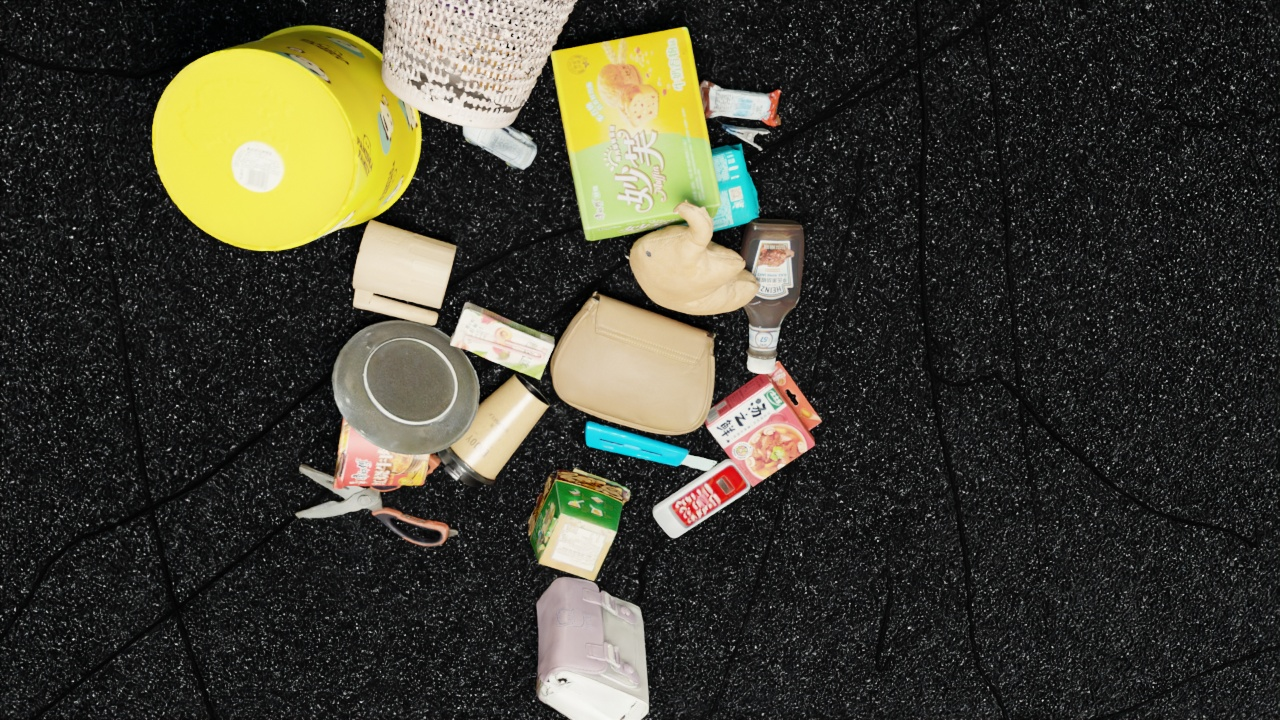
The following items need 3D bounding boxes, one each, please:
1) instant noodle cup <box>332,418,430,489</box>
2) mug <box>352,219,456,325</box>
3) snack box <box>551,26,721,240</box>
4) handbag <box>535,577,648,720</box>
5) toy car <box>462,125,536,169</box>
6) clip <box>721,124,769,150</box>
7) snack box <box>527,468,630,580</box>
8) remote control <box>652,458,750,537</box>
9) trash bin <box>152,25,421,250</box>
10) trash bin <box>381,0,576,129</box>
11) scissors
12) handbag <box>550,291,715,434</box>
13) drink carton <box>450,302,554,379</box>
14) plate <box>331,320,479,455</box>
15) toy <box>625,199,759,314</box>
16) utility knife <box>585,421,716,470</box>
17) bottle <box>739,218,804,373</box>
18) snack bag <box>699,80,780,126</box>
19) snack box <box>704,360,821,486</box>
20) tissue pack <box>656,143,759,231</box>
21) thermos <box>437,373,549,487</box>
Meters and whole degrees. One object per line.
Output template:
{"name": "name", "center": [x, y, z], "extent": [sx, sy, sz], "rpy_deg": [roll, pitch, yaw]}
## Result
{"name": "instant noodle cup", "center": [-0.317, 0.095, 1.141], "extent": [0.108, 0.138, 0.138], "rpy_deg": [8, 108, -17]}
{"name": "mug", "center": [-0.286, -0.099, 1.105], "extent": [0.103, 0.084, 0.125], "rpy_deg": [15, 131, -11]}
{"name": "snack box", "center": [-0.005, -0.254, 1.038], "extent": [0.157, 0.070, 0.210], "rpy_deg": [-11, 88, -1]}
{"name": "handbag", "center": [-0.067, 0.389, 1.224], "extent": [0.145, 0.196, 0.098], "rpy_deg": [28, 107, -14]}
{"name": "toy car", "center": [-0.166, -0.259, 1.078], "extent": [0.090, 0.034, 0.043], "rpy_deg": [30, 107, -12]}
{"name": "clip", "center": [0.126, -0.273, 1.102], "extent": [0.056, 0.024, 0.026], "rpy_deg": [16, 110, -14]}
{"name": "snack box", "center": [-0.082, 0.224, 1.213], "extent": [0.117, 0.105, 0.118], "rpy_deg": [20, 107, -12]}
{"name": "remote control", "center": [0.083, 0.190, 1.261], "extent": [0.136, 0.020, 0.056], "rpy_deg": [-34, 109, 7]}
{"name": "trash bin", "center": [-0.360, -0.229, 0.953], "extent": [0.229, 0.255, 0.230], "rpy_deg": [-2, 109, -5]}
{"name": "trash bin", "center": [-0.176, -0.360, 0.960], "extent": [0.227, 0.227, 0.193], "rpy_deg": [19, 119, -11]}
{"name": "scissors", "center": [-0.346, 0.187, 1.226], "extent": [0.227, 0.015, 0.189], "rpy_deg": [-26, 109, 5]}
{"name": "handbag", "center": [-0.007, 0.007, 1.153], "extent": [0.204, 0.099, 0.148], "rpy_deg": [19, 99, -11]}
{"name": "drink carton", "center": [-0.172, -0.024, 1.151], "extent": [0.122, 0.045, 0.053], "rpy_deg": [22, 105, -12]}
{"name": "plate", "center": [-0.277, 0.027, 1.104], "extent": [0.179, 0.179, 0.024], "rpy_deg": [30, 145, -14]}
{"name": "toy", "center": [0.053, -0.113, 1.060], "extent": [0.143, 0.226, 0.082], "rpy_deg": [-5, 73, 17]}
{"name": "utility knife", "center": [0.013, 0.119, 1.232], "extent": [0.187, 0.018, 0.034], "rpy_deg": [15, 106, -11]}
{"name": "bottle", "center": [0.161, -0.080, 1.162], "extent": [0.080, 0.044, 0.195], "rpy_deg": [1, 110, -5]}
{"name": "snack bag", "center": [0.118, -0.304, 1.089], "extent": [0.105, 0.026, 0.045], "rpy_deg": [5, 118, -6]}
{"name": "snack box", "center": [0.166, 0.085, 1.218], "extent": [0.127, 0.044, 0.113], "rpy_deg": [-36, 108, 7]}
{"name": "tissue pack", "center": [0.074, -0.202, 1.108], "extent": [0.133, 0.050, 0.093], "rpy_deg": [-15, 107, 0]}
{"name": "thermos", "center": [-0.186, 0.089, 1.170], "extent": [0.093, 0.093, 0.143], "rpy_deg": [43, 94, -17]}
